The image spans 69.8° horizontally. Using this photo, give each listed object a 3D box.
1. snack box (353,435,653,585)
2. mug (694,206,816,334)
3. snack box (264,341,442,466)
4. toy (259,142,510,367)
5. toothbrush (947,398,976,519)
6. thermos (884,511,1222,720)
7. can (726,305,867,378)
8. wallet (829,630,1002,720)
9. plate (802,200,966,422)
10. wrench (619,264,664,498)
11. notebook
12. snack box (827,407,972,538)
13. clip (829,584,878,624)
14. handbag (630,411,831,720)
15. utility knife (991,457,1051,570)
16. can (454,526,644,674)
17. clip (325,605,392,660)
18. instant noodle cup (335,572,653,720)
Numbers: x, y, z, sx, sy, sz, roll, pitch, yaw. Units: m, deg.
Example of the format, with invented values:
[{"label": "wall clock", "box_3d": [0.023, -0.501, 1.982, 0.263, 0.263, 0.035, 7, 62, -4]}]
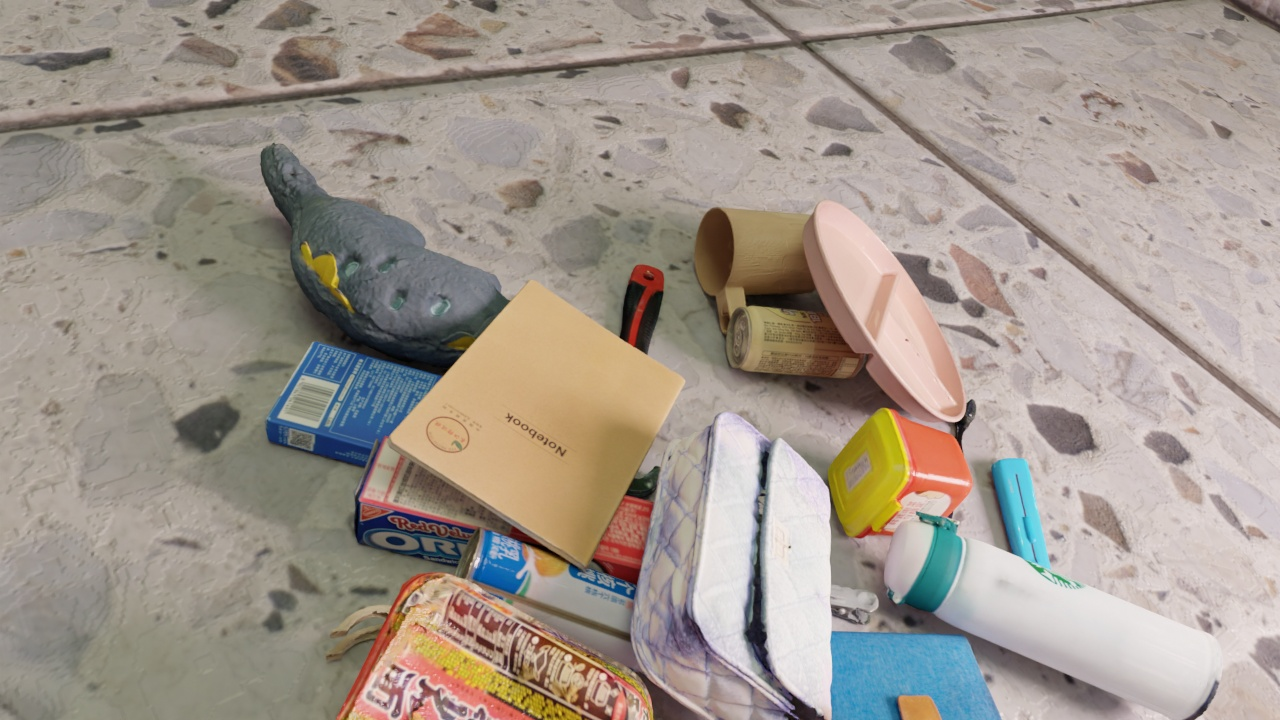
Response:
[{"label": "snack box", "box_3d": [-0.085, 0.110, 0.621, 0.207, 0.057, 0.058, 15, 46, -5]}, {"label": "mug", "box_3d": [0.119, -0.084, 0.877, 0.103, 0.084, 0.124, -1, 72, -22]}, {"label": "snack box", "box_3d": [-0.181, 0.042, 0.676, 0.157, 0.026, 0.084, 16, 44, -4]}, {"label": "toy", "box_3d": [-0.196, -0.069, 0.735, 0.356, 0.092, 0.137, 32, 43, 12]}, {"label": "toothbrush", "box_3d": [0.270, 0.096, 0.787, 0.014, 0.018, 0.188, 30, 45, 1]}, {"label": "thermos", "box_3d": [0.287, 0.179, 0.659, 0.224, 0.073, 0.073, 22, 44, 7]}, {"label": "can", "box_3d": [0.140, -0.016, 0.822, 0.116, 0.059, 0.058, 4, 46, -16]}, {"label": "wallet", "box_3d": [0.173, 0.228, 0.609, 0.133, 0.040, 0.106, 5, 41, -13]}, {"label": "plate", "box_3d": [0.217, -0.042, 0.824, 0.229, 0.028, 0.229, 36, 35, -32]}, {"label": "wrench", "box_3d": [-0.005, 0.005, 0.782, 0.056, 0.016, 0.272, 12, 44, -7]}, {"label": "notebook", "box_3d": [-0.060, 0.033, 0.642, 0.148, 0.008, 0.207, 33, 40, -1]}, {"label": "snack box", "box_3d": [0.203, 0.094, 0.715, 0.080, 0.091, 0.081, 13, 43, -17]}, {"label": "clip", "box_3d": [0.142, 0.173, 0.664, 0.057, 0.031, 0.025, 17, 41, 4]}, {"label": "handbag", "box_3d": [0.070, 0.134, 0.594, 0.134, 0.076, 0.193, 41, 37, -24]}, {"label": "utility knife", "box_3d": [0.316, 0.158, 0.741, 0.034, 0.018, 0.198, 14, 45, -7]}, {"label": "can", "box_3d": [-0.049, 0.152, 0.576, 0.134, 0.053, 0.053, 24, 42, -13]}, {"label": "clip", "box_3d": [-0.150, 0.161, 0.564, 0.092, 0.035, 0.102, 25, 39, 4]}, {"label": "instant noodle cup", "box_3d": [-0.089, 0.224, 0.469, 0.164, 0.079, 0.188, 33, 44, -12]}]
